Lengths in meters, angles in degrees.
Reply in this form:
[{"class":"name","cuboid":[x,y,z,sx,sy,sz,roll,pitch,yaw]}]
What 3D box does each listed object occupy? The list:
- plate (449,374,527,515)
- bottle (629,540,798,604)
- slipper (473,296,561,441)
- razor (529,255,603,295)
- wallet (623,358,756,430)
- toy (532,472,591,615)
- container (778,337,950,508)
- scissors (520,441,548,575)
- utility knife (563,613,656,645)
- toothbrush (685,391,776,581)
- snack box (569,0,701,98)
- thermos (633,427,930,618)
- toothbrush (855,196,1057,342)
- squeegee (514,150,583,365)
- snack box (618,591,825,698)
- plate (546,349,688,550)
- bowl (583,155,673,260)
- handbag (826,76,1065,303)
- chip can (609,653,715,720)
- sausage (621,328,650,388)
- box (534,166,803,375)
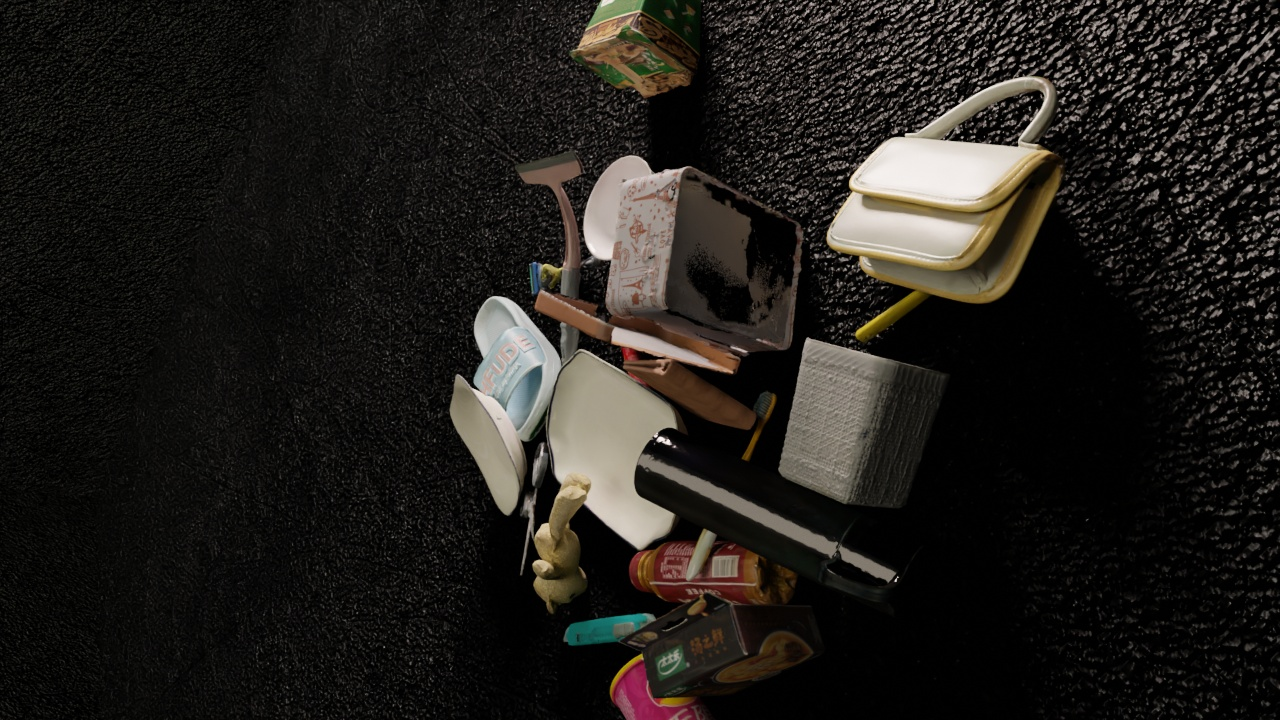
[{"class":"plate","cuboid":[-0.180,0.100,1.124,0.164,0.034,0.164,58,155,14]},{"class":"bottle","cuboid":[0.060,0.193,0.839,0.175,0.057,0.057,-13,68,48]},{"class":"slipper","cuboid":[-0.170,-0.003,1.166,0.104,0.074,0.245,-56,41,21]},{"class":"razor","cuboid":[-0.091,-0.113,1.146,0.143,0.022,0.042,-9,88,48]},{"class":"wallet","cuboid":[0.043,0.029,0.861,0.020,0.101,0.115,-61,19,-11]},{"class":"toy","cuboid":[-0.081,0.194,0.985,0.105,0.066,0.157,-85,5,-67]},{"class":"container","cuboid":[0.173,0.051,0.728,0.090,0.090,0.114,20,97,52]},{"class":"scissors","cuboid":[-0.125,0.166,1.045,0.160,0.014,0.175,128,155,-66]},{"class":"utility knife","cuboid":[-0.033,0.283,0.957,0.157,0.013,0.029,-23,60,44]},{"class":"toothbrush","cuboid":[0.080,0.109,0.824,0.016,0.018,0.191,-9,50,60]},{"class":"snack box","cuboid":[0.004,-0.381,1.050,0.118,0.117,0.105,2,75,48]},{"class":"thermos","cuboid":[0.102,0.126,0.738,0.243,0.089,0.068,21,102,35]},{"class":"toothbrush","cuboid":[0.247,-0.073,0.735,0.191,0.015,0.016,-42,45,35]},{"class":"squeegee","cuboid":[-0.090,-0.116,1.096,0.248,0.040,0.250,-160,63,-66]},{"class":"snack box","cuboid":[0.068,0.238,0.761,0.113,0.125,0.053,-40,52,35]},{"class":"plate","cuboid":[-0.022,0.089,0.972,0.266,0.034,0.162,29,111,52]},{"class":"bowl","cuboid":[-0.003,-0.160,1.023,0.119,0.064,0.118,-19,64,45]},{"class":"handbag","cuboid":[0.243,-0.145,0.719,0.163,0.063,0.178,28,91,56]},{"class":"chip can","cuboid":[0.053,0.350,0.789,0.210,0.071,0.071,46,114,46]},{"class":"sausage","cuboid":[-0.006,0.006,1.010,0.020,0.020,0.155,-42,49,34]},{"class":"box","cuboid":[0.023,-0.071,0.877,0.193,0.182,0.156,1,78,47]}]
